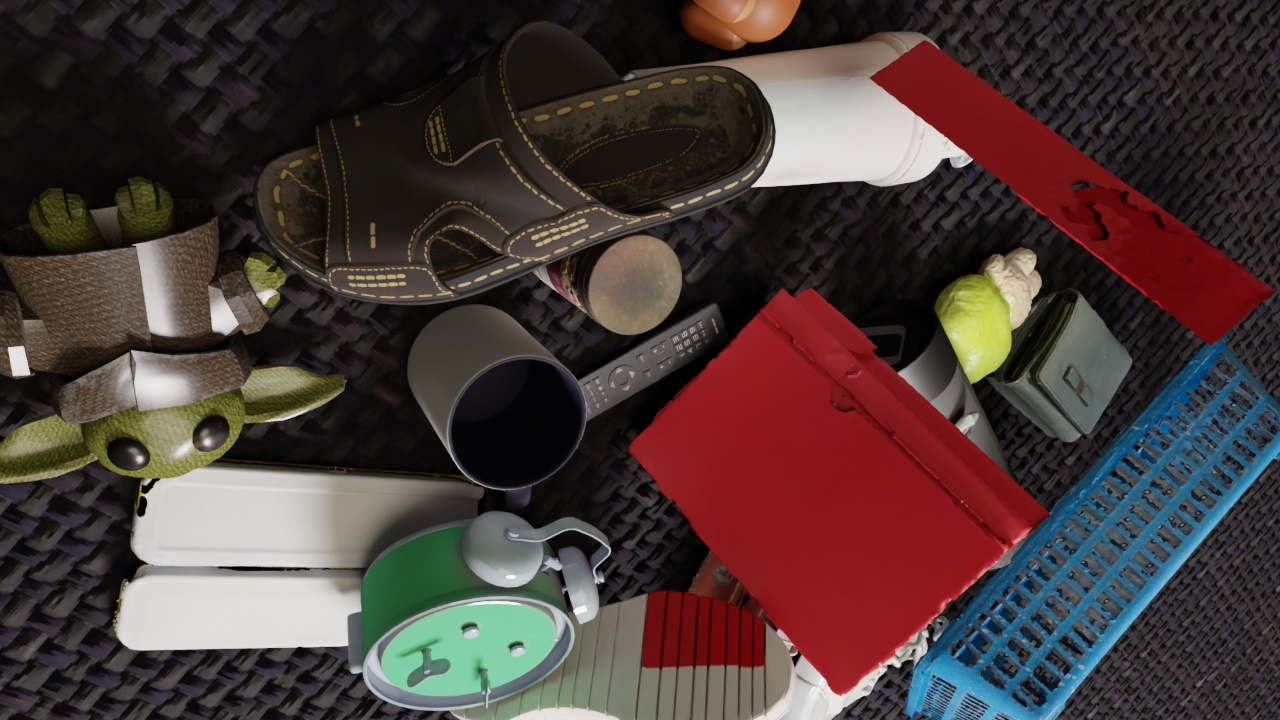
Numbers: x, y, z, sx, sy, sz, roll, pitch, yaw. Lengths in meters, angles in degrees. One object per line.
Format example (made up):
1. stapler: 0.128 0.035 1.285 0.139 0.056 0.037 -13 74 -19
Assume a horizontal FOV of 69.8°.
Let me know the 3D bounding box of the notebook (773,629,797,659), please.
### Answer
1. notebook: 0.116 0.207 0.697 0.209 0.022 0.171 -64 162 8

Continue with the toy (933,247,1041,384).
1. toy: 0.275 -0.039 0.724 0.115 0.046 0.092 -44 124 -13

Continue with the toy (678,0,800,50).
1. toy: 0.073 -0.241 0.521 0.065 0.095 0.127 27 84 -9

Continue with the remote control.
1. remote control: -0.004 0.004 0.616 0.136 0.015 0.032 -30 120 -11

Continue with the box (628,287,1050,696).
1. box: 0.112 0.084 0.588 0.152 0.214 0.165 -25 152 -33

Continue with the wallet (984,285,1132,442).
1. wallet: 0.362 0.006 0.785 0.131 0.054 0.100 32 94 -38

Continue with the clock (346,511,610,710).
1. clock: -0.089 0.146 0.546 0.162 0.075 0.122 -36 134 16

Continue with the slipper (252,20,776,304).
1. slipper: -0.067 -0.101 0.452 0.268 0.113 0.076 -11 159 3

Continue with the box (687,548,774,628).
1. box: 0.084 0.151 0.687 0.042 0.083 0.187 22 97 -36

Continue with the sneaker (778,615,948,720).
1. sneaker: 0.187 0.221 0.731 0.089 0.091 0.243 -24 139 -64

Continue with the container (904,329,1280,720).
1. container: 0.374 0.173 0.756 0.361 0.089 0.257 -44 151 -10

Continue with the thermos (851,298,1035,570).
1. thermos: 0.234 0.064 0.721 0.082 0.082 0.240 -41 122 -7

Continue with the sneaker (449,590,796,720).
1. sneaker: -0.005 0.221 0.607 0.237 0.090 0.104 -12 136 21

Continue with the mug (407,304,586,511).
1. mug: -0.085 0.034 0.538 0.078 0.097 0.112 -12 115 -23

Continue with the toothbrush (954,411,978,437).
1. toothbrush: 0.191 0.116 0.668 0.016 0.017 0.189 22 105 -43

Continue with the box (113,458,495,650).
1. box: -0.198 0.123 0.562 0.209 0.036 0.130 8 109 -30

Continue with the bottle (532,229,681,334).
1. bottle: -0.025 -0.057 0.527 0.056 0.105 0.056 -10 114 -24

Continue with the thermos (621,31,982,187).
1. thermos: 0.095 -0.151 0.562 0.220 0.099 0.099 -9 114 -19

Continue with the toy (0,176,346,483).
1. toy: -0.244 -0.012 0.449 0.179 0.078 0.153 -15 119 -24
